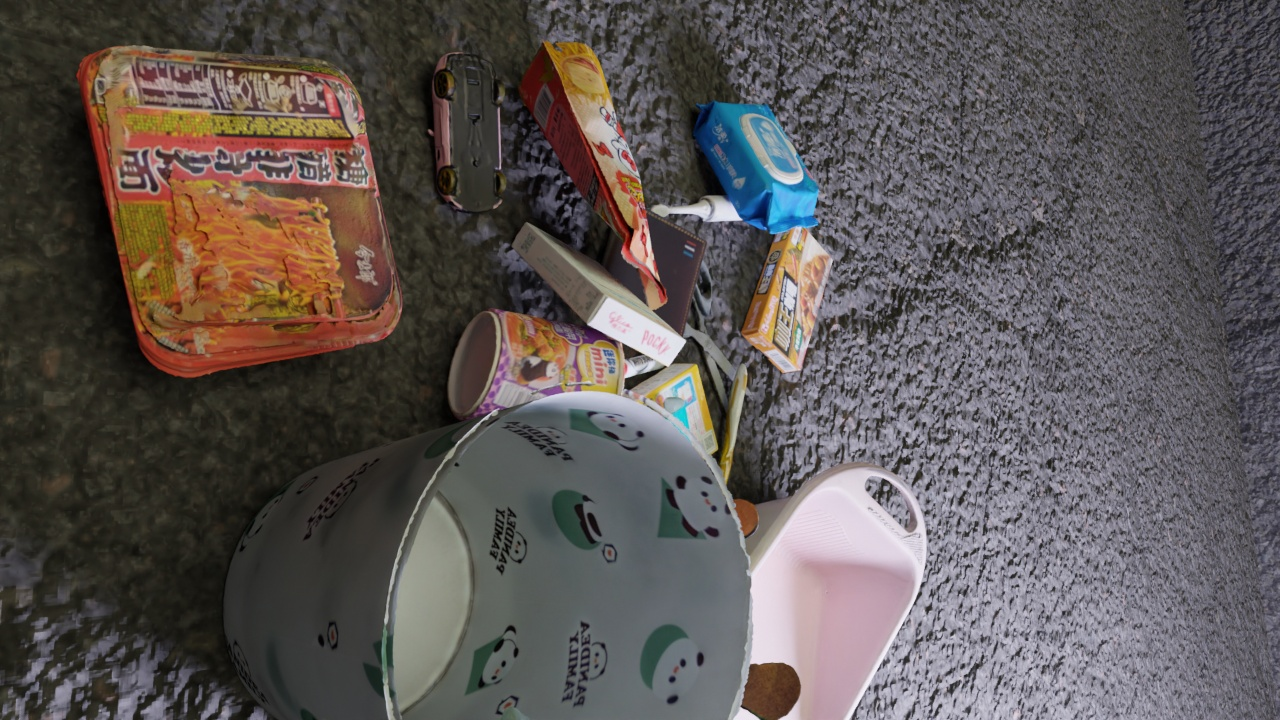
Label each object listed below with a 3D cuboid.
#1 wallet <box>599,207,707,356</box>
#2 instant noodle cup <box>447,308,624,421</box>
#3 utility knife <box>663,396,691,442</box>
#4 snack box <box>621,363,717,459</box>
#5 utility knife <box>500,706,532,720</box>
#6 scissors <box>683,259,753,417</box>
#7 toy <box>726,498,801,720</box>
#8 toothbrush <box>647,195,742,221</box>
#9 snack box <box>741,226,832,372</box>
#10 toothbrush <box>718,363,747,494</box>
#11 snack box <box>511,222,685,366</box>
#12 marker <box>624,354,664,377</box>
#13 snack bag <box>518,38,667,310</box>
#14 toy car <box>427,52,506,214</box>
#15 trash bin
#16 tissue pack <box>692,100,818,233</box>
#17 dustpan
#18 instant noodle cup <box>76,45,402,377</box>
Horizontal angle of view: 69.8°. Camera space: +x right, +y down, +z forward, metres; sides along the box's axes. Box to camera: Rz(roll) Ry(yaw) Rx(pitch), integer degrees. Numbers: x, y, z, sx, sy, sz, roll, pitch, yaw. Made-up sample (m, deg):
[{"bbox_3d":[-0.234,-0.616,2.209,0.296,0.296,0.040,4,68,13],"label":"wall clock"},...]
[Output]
[{"bbox_3d":[0.006,-0.074,0.825,0.096,0.020,0.122,24,67,-20],"label":"wallet"},{"bbox_3d":[-0.083,0.014,0.683,0.099,0.112,0.111,18,70,-30],"label":"instant noodle cup"},{"bbox_3d":[0.041,0.119,0.804,0.029,0.013,0.205,-33,123,-42],"label":"utility knife"},{"bbox_3d":[0.008,0.067,0.797,0.140,0.034,0.087,-32,113,-44],"label":"snack box"},{"bbox_3d":[-0.010,0.205,0.426,0.165,0.018,0.030,46,62,-34],"label":"utility knife"},{"bbox_3d":[0.061,-0.021,0.886,0.159,0.014,0.174,11,76,-43],"label":"scissors"},{"bbox_3d":[0.004,0.180,0.665,0.090,0.227,0.246,28,25,-50],"label":"toy"},{"bbox_3d":[0.085,-0.153,0.923,0.220,0.026,0.027,-11,99,-44],"label":"toothbrush"},{"bbox_3d":[0.158,-0.070,0.978,0.075,0.026,0.153,40,57,-31],"label":"snack box"},{"bbox_3d":[0.078,0.091,0.874,0.018,0.016,0.191,24,70,-33],"label":"toothbrush"},{"bbox_3d":[-0.036,-0.054,0.711,0.084,0.157,0.027,27,102,-38],"label":"snack box"},{"bbox_3d":[-0.005,0.005,0.772,0.145,0.017,0.017,-13,92,-71],"label":"marker"},{"bbox_3d":[-0.031,-0.150,0.735,0.128,0.073,0.207,61,5,-72],"label":"snack bag"},{"bbox_3d":[-0.135,-0.175,0.712,0.056,0.037,0.122,-7,100,-41],"label":"toy car"},{"bbox_3d":[-0.103,0.141,0.531,0.229,0.253,0.229,10,75,-42],"label":"trash bin"},{"bbox_3d":[0.121,-0.197,0.924,0.094,0.052,0.157,-13,70,-45],"label":"tissue pack"},{"bbox_3d":[0.164,0.232,0.838,0.222,0.139,0.272,40,50,-32],"label":"dustpan"},{"bbox_3d":[-0.242,-0.088,0.561,0.164,0.079,0.189,-12,89,-44],"label":"instant noodle cup"}]
